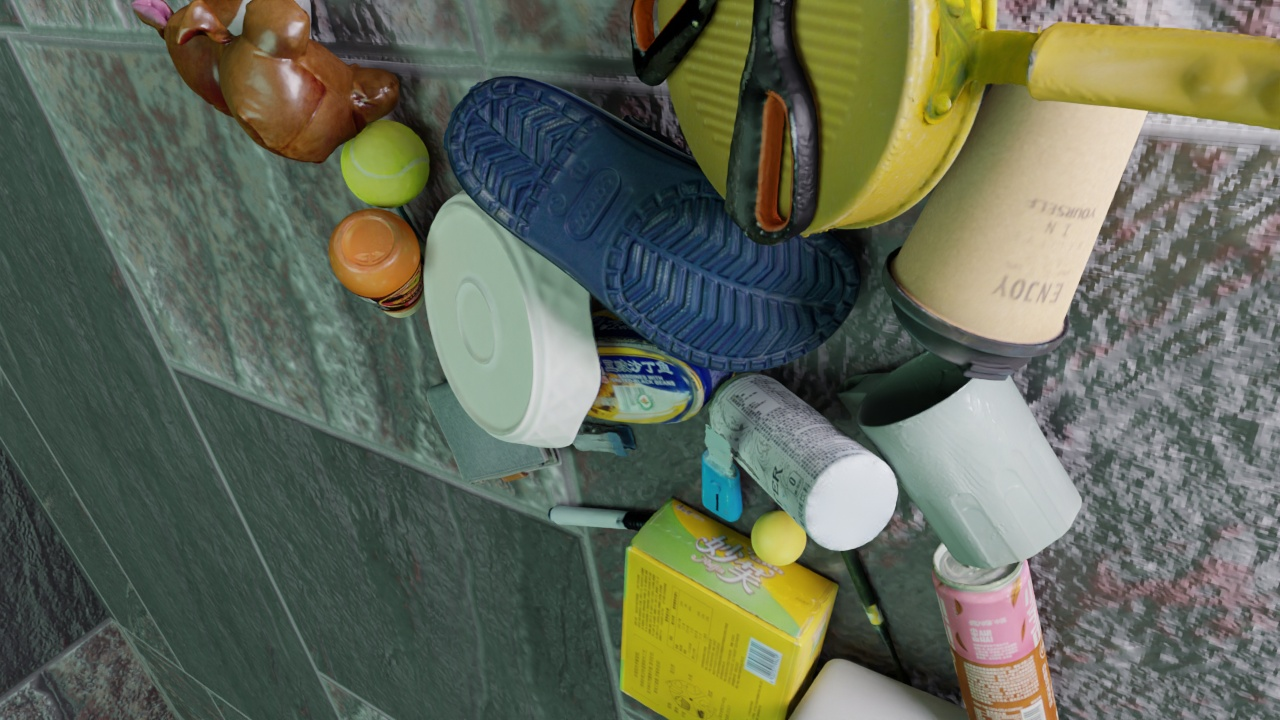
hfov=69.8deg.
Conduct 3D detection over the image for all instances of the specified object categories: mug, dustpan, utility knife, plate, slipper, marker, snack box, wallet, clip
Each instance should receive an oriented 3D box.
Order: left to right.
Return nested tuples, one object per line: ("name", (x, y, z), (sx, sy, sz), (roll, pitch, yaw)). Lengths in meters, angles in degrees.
("wallet", (-0.131, 0.059, 0.826), (0.130, 0.036, 0.106), (-17, 99, 45))
("plate", (-0.103, -0.032, 0.671), (0.205, 0.045, 0.205), (26, 124, 47))
("clip", (-0.032, 0.065, 0.759), (0.058, 0.036, 0.025), (5, 126, 38))
("marker", (-0.034, 0.143, 0.822), (0.131, 0.018, 0.022), (-5, 127, 42))
("slipper", (0.004, -0.080, 0.546), (0.253, 0.095, 0.105), (28, 106, -3))
("snack box", (0.065, 0.235, 0.768), (0.158, 0.069, 0.210), (24, 134, 25))
("utility knife", (0.053, 0.077, 0.616), (0.034, 0.018, 0.223), (34, 166, 16))
("dustpan", (0.191, 0.338, 0.673), (0.223, 0.142, 0.258), (14, 133, 33))
("mug", (0.177, 0.052, 0.533), (0.103, 0.083, 0.124), (54, 164, -9))

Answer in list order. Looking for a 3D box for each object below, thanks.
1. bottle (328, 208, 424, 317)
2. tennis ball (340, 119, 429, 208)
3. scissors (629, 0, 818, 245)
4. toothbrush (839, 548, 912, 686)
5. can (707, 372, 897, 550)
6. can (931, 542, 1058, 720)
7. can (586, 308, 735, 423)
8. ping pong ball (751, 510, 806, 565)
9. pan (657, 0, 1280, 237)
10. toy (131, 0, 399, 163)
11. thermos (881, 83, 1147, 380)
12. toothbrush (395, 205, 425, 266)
("bottle", (-0.203, -0.069, 0.741), (0.067, 0.066, 0.150), (42, 167, 7))
("tennis ball", (-0.192, -0.148, 0.694), (0.065, 0.065, 0.066), (23, 133, 26))
("scissors", (0.045, -0.157, 0.394), (0.233, 0.021, 0.221), (22, 126, 60))
("toothbrush", (0.168, 0.180, 0.682), (0.017, 0.012, 0.186), (2, 123, 53))
("can", (0.093, 0.056, 0.561), (0.146, 0.058, 0.058), (45, 157, 63))
("can", (0.231, 0.184, 0.595), (0.058, 0.057, 0.147), (1, 121, 40))
("can", (-0.004, 0.004, 0.663), (0.148, 0.049, 0.075), (2, 121, 40))
("ping pong ball", (0.102, 0.131, 0.678), (0.040, 0.040, 0.040), (23, 133, 26))
("pan", (0.126, -0.126, 0.366), (0.357, 0.078, 0.198), (40, 141, 50))
("toy", (-0.275, -0.223, 0.671), (0.200, 0.130, 0.140), (23, 173, 40))
("thermos", (0.175, -0.070, 0.427), (0.093, 0.092, 0.143), (30, 129, 20))
("toothbrush", (-0.178, -0.078, 0.776), (0.018, 0.016, 0.192), (-1, 120, 53))
